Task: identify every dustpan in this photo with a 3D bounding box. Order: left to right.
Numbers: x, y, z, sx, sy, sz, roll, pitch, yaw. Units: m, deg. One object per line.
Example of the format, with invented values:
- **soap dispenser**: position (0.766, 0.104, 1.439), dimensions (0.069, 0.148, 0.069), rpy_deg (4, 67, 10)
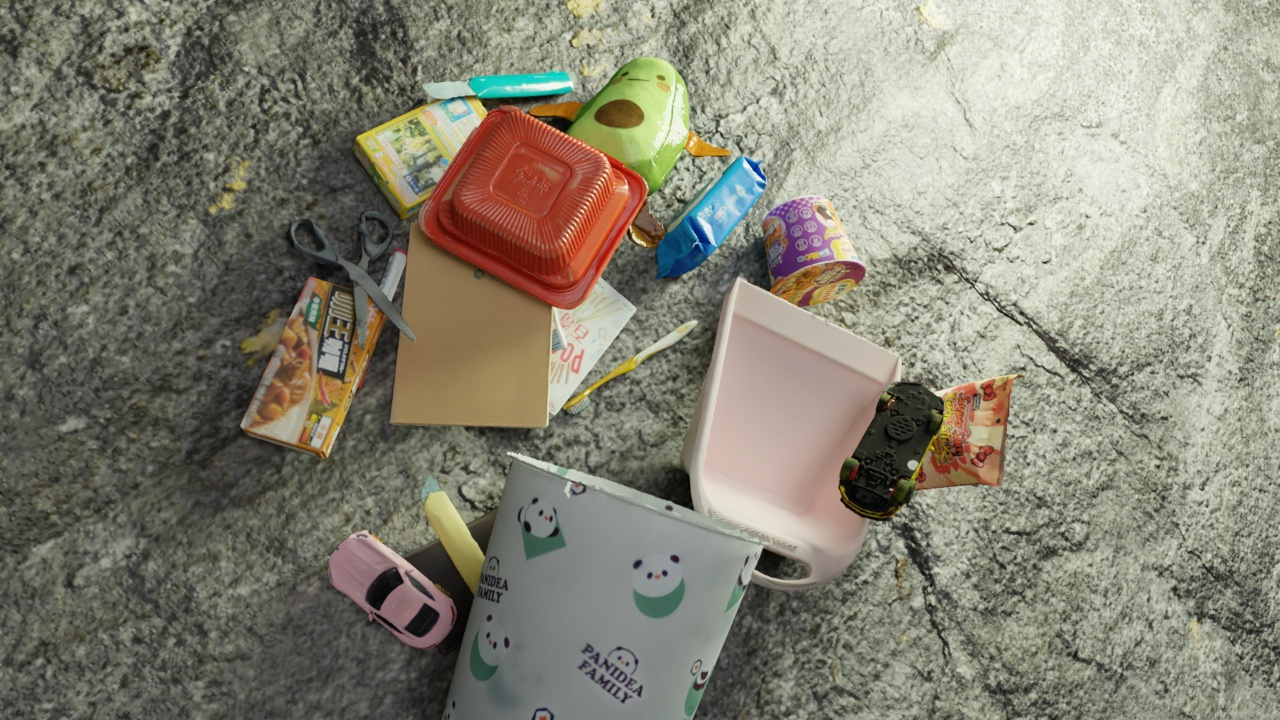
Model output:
- **dustpan**: position (0.160, 0.081, 0.923), dimensions (0.222, 0.139, 0.273), rpy_deg (21, 95, -16)

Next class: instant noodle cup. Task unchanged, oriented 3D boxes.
- **instant noodle cup**: position (-0.104, -0.158, 0.880), dimensions (0.189, 0.079, 0.164), rpy_deg (27, 77, 4)
- **instant noodle cup**: position (0.192, -0.128, 1.054), dimensions (0.111, 0.112, 0.099), rpy_deg (-2, 68, -25)

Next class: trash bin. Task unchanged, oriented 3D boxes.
- **trash bin**: position (-0.041, 0.228, 0.749), dimensions (0.229, 0.230, 0.251), rpy_deg (21, 83, -18)

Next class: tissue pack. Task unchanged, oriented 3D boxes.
- **tissue pack**: position (0.074, -0.157, 1.012), dimensions (0.052, 0.095, 0.156), rpy_deg (42, 64, -7)

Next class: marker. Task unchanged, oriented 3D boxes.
- **marker**: position (-0.250, -0.041, 0.869), dimensions (0.017, 0.017, 0.145), rpy_deg (21, 66, -18)

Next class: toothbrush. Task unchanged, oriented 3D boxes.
- **toothbrush**: position (-0.102, -0.110, 0.933), dimensions (0.026, 0.027, 0.220), rpy_deg (-17, 69, 7)
- **toothbrush**: position (-0.006, 0.006, 0.969), dimensions (0.190, 0.016, 0.018), rpy_deg (-33, 101, -29)

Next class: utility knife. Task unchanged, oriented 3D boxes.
- **utility knife**: position (-0.152, 0.177, 0.823), dimensions (0.030, 0.018, 0.165), rpy_deg (-33, 101, -31)
- **utility knife**: position (-0.144, -0.293, 0.976), dimensions (0.204, 0.013, 0.029), rpy_deg (-19, 86, -43)

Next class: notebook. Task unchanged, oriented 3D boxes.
- **notebook**: position (-0.158, -0.037, 0.886), dimensions (0.148, 0.008, 0.207), rpy_deg (1, 72, -1)

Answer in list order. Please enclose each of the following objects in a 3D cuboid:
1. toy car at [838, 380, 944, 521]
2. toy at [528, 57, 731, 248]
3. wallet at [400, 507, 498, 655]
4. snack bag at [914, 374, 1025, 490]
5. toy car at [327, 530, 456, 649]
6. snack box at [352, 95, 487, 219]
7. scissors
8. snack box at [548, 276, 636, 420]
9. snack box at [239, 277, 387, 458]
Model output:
- **toy car**: position (0.256, 0.089, 0.925), dimensions (0.071, 0.041, 0.155), rpy_deg (21, 63, 24)
- **toy**: position (-0.015, -0.240, 0.990), dimensions (0.227, 0.090, 0.246), rpy_deg (17, 58, 4)
- **wallet**: position (-0.149, 0.197, 0.842), dimensions (0.122, 0.020, 0.096), rpy_deg (-25, 86, -27)
- **snack bag**: position (0.310, 0.085, 0.981), dimensions (0.073, 0.208, 0.128), rpy_deg (32, 64, -19)
- **toy car**: position (-0.214, 0.199, 0.789), dimensions (0.122, 0.037, 0.056), rpy_deg (39, 82, -3)
- **snack box**: position (-0.209, -0.213, 0.933), dimensions (0.140, 0.034, 0.087), rpy_deg (-37, 91, -31)
- **scissors**: position (-0.261, -0.081, 0.847), dimensions (0.174, 0.014, 0.159), rpy_deg (24, 48, 1)
- **snack box**: position (-0.079, -0.023, 0.938), dimensions (0.084, 0.027, 0.156), rpy_deg (41, 61, -8)
- **snack box**: position (-0.289, 0.005, 0.821), dimensions (0.075, 0.026, 0.153), rpy_deg (17, 67, -2)
